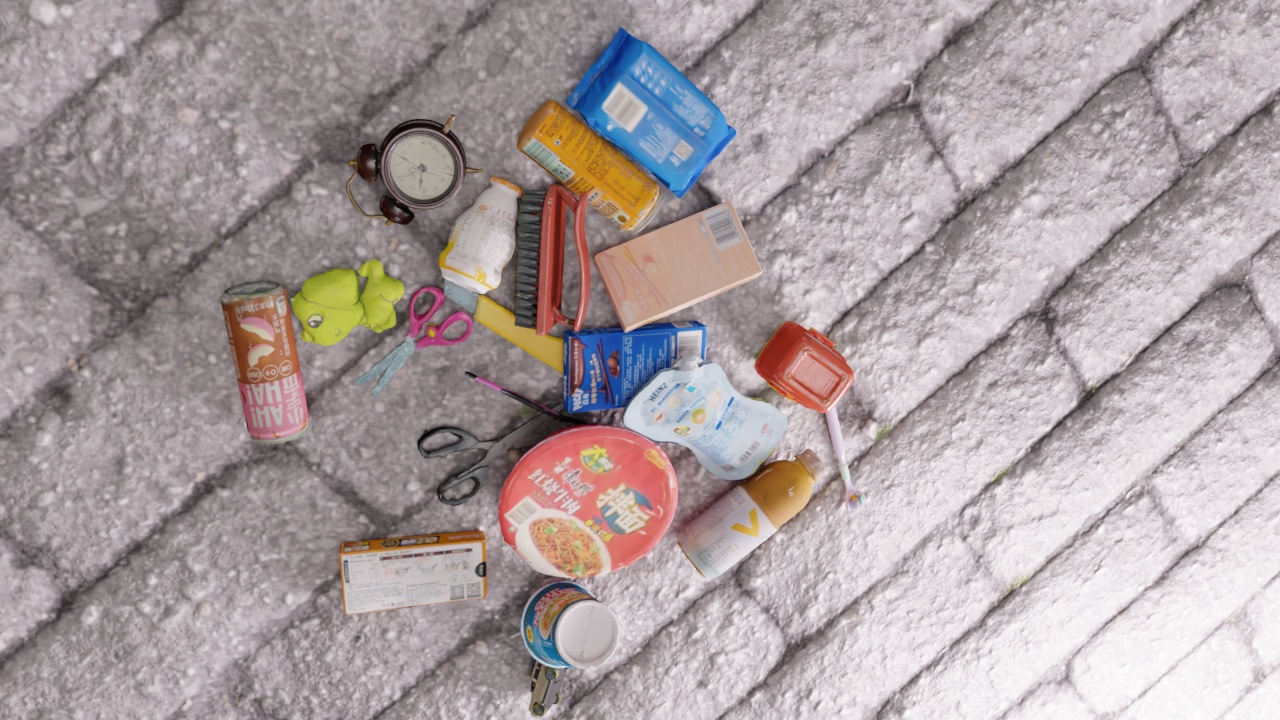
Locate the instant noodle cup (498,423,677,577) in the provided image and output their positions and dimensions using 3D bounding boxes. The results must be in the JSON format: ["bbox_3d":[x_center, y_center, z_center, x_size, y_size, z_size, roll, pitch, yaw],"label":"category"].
[{"bbox_3d":[-0.060,0.139,0.987,0.193,0.065,0.194,-6,118,-12],"label":"instant noodle cup"}]

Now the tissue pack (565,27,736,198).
[{"bbox_3d":[0.013,-0.239,0.898,0.157,0.052,0.095,36,98,-23],"label":"tissue pack"}]

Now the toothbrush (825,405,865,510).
[{"bbox_3d":[0.235,0.094,1.088,0.029,0.021,0.189,-25,111,-18],"label":"toothbrush"}]

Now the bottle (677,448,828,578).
[{"bbox_3d":[0.132,0.173,1.060,0.189,0.068,0.068,-38,113,-1],"label":"bottle"}]

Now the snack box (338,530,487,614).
[{"bbox_3d":[-0.245,0.229,0.996,0.153,0.026,0.075,-3,109,-14],"label":"snack box"}]

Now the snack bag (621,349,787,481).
[{"bbox_3d":[0.074,0.064,1.002,0.110,0.038,0.191,-44,128,16],"label":"snack bag"}]

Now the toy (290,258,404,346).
[{"bbox_3d":[-0.284,-0.057,0.888,0.100,0.031,0.097,14,104,-24],"label":"toy"}]

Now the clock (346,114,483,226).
[{"bbox_3d":[-0.214,-0.175,0.854,0.122,0.055,0.082,-28,113,-4],"label":"clock"}]

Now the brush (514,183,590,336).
[{"bbox_3d":[-0.084,-0.100,0.902,0.069,0.063,0.146,8,111,9],"label":"brush"}]

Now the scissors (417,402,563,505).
[{"bbox_3d":[-0.156,0.095,0.986,0.159,0.014,0.170,24,99,-25],"label":"scissors"}]

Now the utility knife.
[{"bbox_3d":[-0.124,-0.032,0.947,0.193,0.015,0.033,34,93,-26],"label":"utility knife"}]

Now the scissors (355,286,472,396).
[{"bbox_3d":[-0.240,-0.020,0.922,0.137,0.017,0.077,-34,114,1],"label":"scissors"}]

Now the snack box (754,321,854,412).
[{"bbox_3d":[0.183,0.009,1.006,0.091,0.080,0.082,34,96,-10],"label":"snack box"}]

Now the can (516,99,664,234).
[{"bbox_3d":[-0.048,-0.187,0.895,0.146,0.058,0.058,35,96,-23],"label":"can"}]

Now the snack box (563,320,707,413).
[{"bbox_3d":[-0.006,0.006,0.980,0.157,0.026,0.085,-5,109,-21],"label":"snack box"}]

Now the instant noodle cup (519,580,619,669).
[{"bbox_3d":[-0.071,0.294,1.004,0.099,0.110,0.099,4,79,-19],"label":"instant noodle cup"}]

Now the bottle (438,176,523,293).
[{"bbox_3d":[-0.150,-0.122,0.887,0.063,0.063,0.108,25,86,-22],"label":"bottle"}]

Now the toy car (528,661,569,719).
[{"bbox_3d":[-0.108,0.376,1.075,0.035,0.042,0.090,21,104,25],"label":"toy car"}]

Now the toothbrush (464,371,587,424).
[{"bbox_3d":[-0.105,0.054,0.977,0.189,0.014,0.018,27,105,-25],"label":"toothbrush"}]

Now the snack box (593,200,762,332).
[{"bbox_3d":[0.039,-0.097,0.950,0.157,0.026,0.084,-23,87,-7],"label":"snack box"}]

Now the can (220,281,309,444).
[{"bbox_3d":[-0.355,0.002,0.872,0.058,0.058,0.147,-8,110,-13],"label":"can"}]
